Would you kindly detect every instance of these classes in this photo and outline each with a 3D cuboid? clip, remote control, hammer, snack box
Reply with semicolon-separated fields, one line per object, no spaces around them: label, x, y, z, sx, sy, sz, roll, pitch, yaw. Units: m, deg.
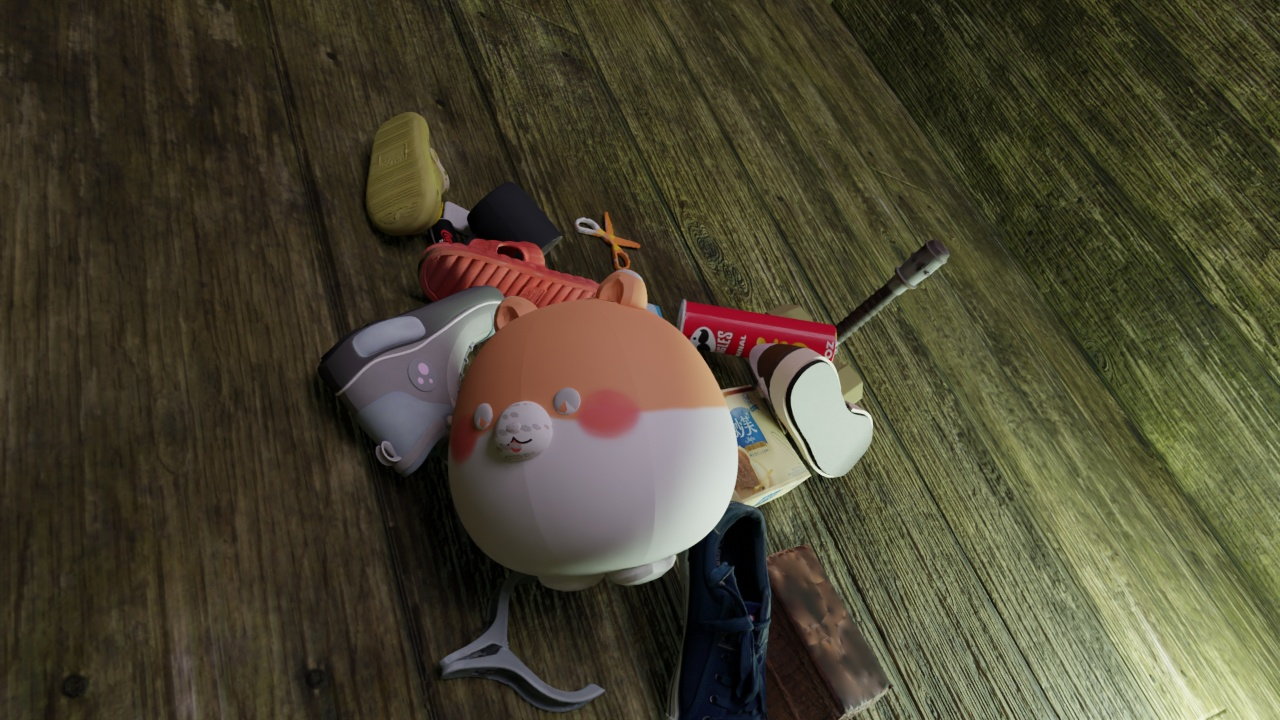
clip;-0.090;0.273;0.832;0.164;0.031;0.168;44;34;1
remote control;-0.192;-0.162;1.202;0.146;0.008;0.045;24;39;-29
hammer;0.322;-0.061;1.363;0.190;0.326;0.100;52;34;10
snack box;0.121;0.115;1.187;0.207;0.055;0.153;-6;61;-57

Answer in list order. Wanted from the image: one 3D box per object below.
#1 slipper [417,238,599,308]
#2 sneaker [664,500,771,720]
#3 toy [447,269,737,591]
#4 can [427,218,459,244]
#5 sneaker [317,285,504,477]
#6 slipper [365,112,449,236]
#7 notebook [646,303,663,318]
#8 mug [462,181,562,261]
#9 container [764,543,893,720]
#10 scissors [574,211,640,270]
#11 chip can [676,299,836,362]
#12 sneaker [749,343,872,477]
slipper;-0.152;-0.097;1.088;0.248;0.104;0.059;12;46;-39
sneaker;0.088;0.275;0.871;0.120;0.127;0.294;11;71;-23
toy;-0.049;0.066;0.845;0.265;0.263;0.280;4;76;-67
can;-0.231;-0.132;1.105;0.031;0.032;0.080;5;50;-44
sneaker;-0.196;0.020;0.944;0.160;0.093;0.256;58;33;3
slipper;-0.279;-0.216;1.114;0.081;0.092;0.190;53;20;-55
notebook;-0.007;0.007;1.221;0.180;0.009;0.253;12;46;-40
mug;-0.174;-0.155;1.149;0.121;0.085;0.094;-41;93;-20
container;0.161;0.308;0.990;0.113;0.113;0.198;-2;55;-48
scissors;-0.049;-0.184;1.378;0.131;0.011;0.125;21;41;-32
chip can;0.164;-0.035;1.311;0.220;0.069;0.069;9;40;-3
sneaker;0.232;0.067;1.306;0.116;0.111;0.294;39;-3;42
